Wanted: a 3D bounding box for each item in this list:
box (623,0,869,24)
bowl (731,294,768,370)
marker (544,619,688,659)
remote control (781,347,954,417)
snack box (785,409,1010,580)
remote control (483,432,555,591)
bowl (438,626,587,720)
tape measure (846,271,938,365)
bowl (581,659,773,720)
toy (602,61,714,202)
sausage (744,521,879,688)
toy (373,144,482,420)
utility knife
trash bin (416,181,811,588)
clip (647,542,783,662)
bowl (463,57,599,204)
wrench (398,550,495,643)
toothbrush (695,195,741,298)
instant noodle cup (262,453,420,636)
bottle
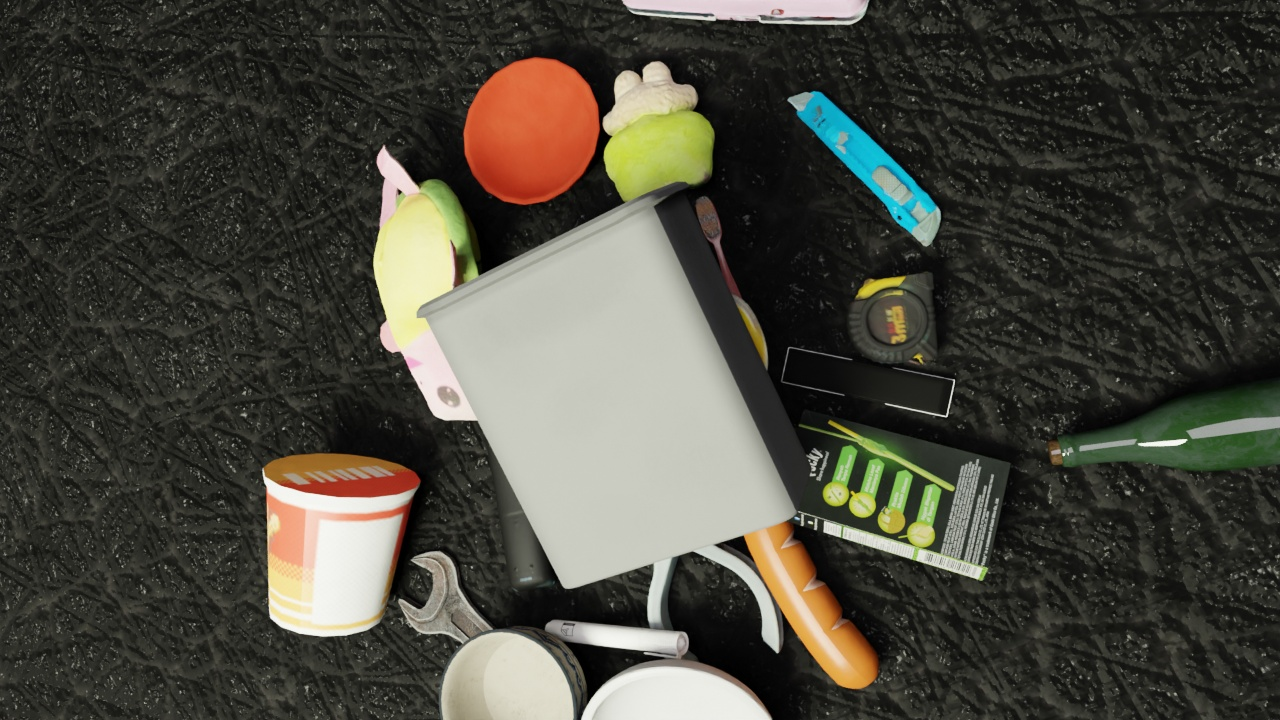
[{"bbox_3d":[0.082,-0.310,0.722,0.202,0.044,0.086,10,85,19],"label":"box"},{"bbox_3d":[-0.004,0.004,0.705,0.220,0.060,0.188,-17,99,21],"label":"bowl"},{"bbox_3d":[-0.022,0.217,0.718,0.134,0.017,0.020,-6,61,35],"label":"marker"},{"bbox_3d":[0.168,0.015,0.687,0.124,0.011,0.028,12,91,19],"label":"remote control"},{"bbox_3d":[0.177,0.093,0.654,0.148,0.025,0.080,15,62,19],"label":"snack box"},{"bbox_3d":[-0.104,0.116,0.768,0.041,0.020,0.152,-14,81,16],"label":"remote control"},{"bbox_3d":[-0.093,0.264,0.724,0.116,0.059,0.115,-1,87,18],"label":"bowl"},{"bbox_3d":[0.183,-0.028,0.672,0.063,0.038,0.067,-6,88,10],"label":"tape measure"},{"bbox_3d":[0.032,0.277,0.688,0.149,0.043,0.150,4,113,9],"label":"bowl"},{"bbox_3d":[0.011,-0.183,0.733,0.092,0.046,0.115,-16,75,16],"label":"toy"},{"bbox_3d":[0.120,0.167,0.680,0.044,0.039,0.164,-32,78,9],"label":"sausage"},{"bbox_3d":[-0.173,-0.063,0.762,0.191,0.087,0.238,-34,74,50],"label":"toy"},{"bbox_3d":[0.170,-0.151,0.694,0.031,0.015,0.158,-43,74,7],"label":"utility knife"},{"bbox_3d":[-0.014,0.020,0.628,0.192,0.097,0.220,-23,98,23],"label":"trash bin"},{"bbox_3d":[0.019,0.179,0.720,0.143,0.029,0.172,-37,76,12],"label":"clip"},{"bbox_3d":[-0.086,-0.188,0.770,0.122,0.035,0.122,-1,87,18],"label":"bowl"},{"bbox_3d":[-0.100,0.262,0.764,0.273,0.010,0.070,38,99,16],"label":"wrench"},{"bbox_3d":[0.076,-0.042,0.720,0.015,0.015,0.184,-18,83,10],"label":"toothbrush"},{"bbox_3d":[-0.256,0.154,0.771,0.123,0.123,0.121,12,98,19],"label":"instant noodle cup"},{"bbox_3d":[0.360,0.047,0.599,0.174,0.055,0.055,-11,83,19],"label":"bottle"}]
